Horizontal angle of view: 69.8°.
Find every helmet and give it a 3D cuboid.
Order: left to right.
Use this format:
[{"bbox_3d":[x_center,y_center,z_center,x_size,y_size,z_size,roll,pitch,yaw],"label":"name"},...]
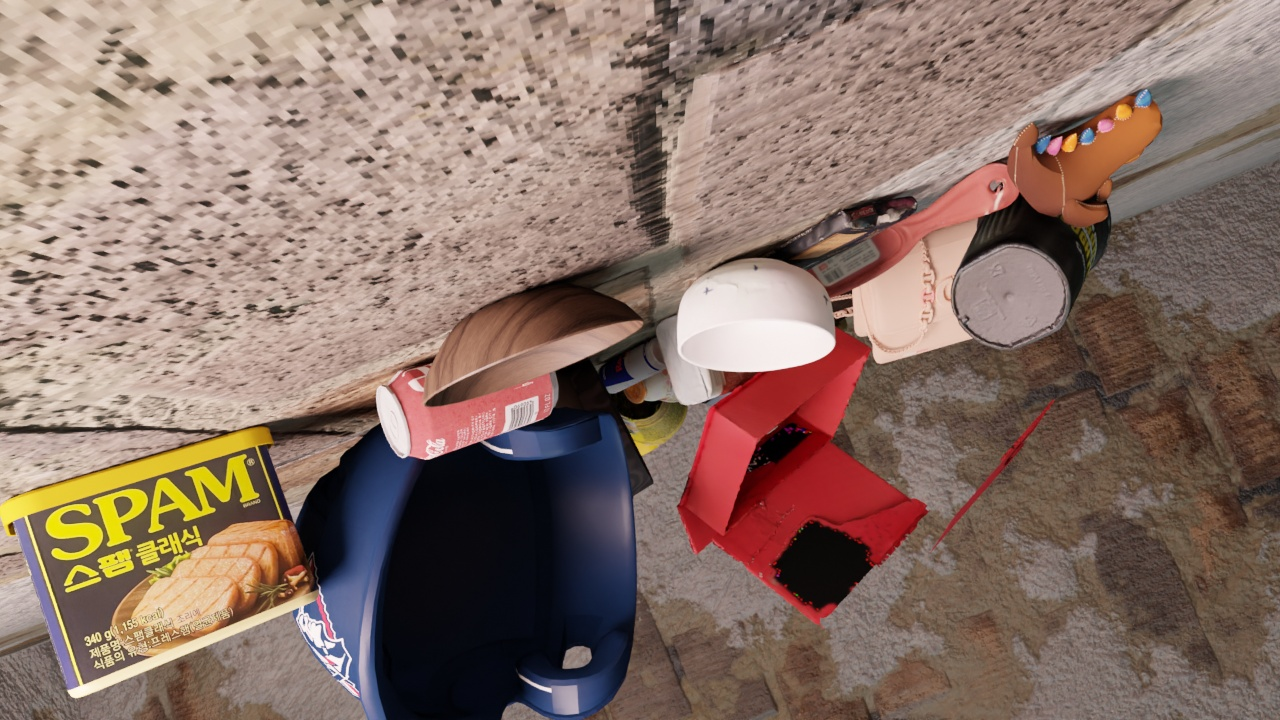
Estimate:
[{"bbox_3d":[-0.132,0.144,0.625,0.223,0.232,0.271,-4,-164,9],"label":"helmet"}]

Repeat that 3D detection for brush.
[{"bbox_3d":[0.191,-0.094,0.665,0.173,0.041,0.030,-27,-170,34],"label":"brush"}]

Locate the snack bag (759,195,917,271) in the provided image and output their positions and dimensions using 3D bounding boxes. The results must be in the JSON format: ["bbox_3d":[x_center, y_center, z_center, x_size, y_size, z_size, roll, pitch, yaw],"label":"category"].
[{"bbox_3d":[0.112,-0.072,0.634,0.074,0.018,0.156,-17,173,-37],"label":"snack bag"}]

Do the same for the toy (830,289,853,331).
[{"bbox_3d":[0.195,-0.048,0.982,0.100,0.062,0.076,-39,-163,-11],"label":"toy"}]

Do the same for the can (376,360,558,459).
[{"bbox_3d":[-0.101,0.022,0.542,0.096,0.054,0.054,-19,175,-31],"label":"can"}]

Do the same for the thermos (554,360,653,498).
[{"bbox_3d":[-0.117,0.108,0.837,0.226,0.172,0.173,-28,176,-1],"label":"thermos"}]

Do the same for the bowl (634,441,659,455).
[{"bbox_3d":[-0.020,0.067,1.221,0.117,0.068,0.117,-12,-140,10],"label":"bowl"}]

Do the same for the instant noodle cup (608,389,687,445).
[{"bbox_3d":[0.004,0.049,1.119,0.102,0.102,0.108,-22,166,5],"label":"instant noodle cup"}]

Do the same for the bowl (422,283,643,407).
[{"bbox_3d":[-0.059,-0.012,0.471,0.119,0.032,0.119,-21,175,-2],"label":"bowl"}]

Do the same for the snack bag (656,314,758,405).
[{"bbox_3d":[0.078,-0.008,0.866,0.041,0.077,0.224,-18,177,21],"label":"snack bag"}]

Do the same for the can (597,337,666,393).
[{"bbox_3d":[-0.005,0.005,0.909,0.032,0.032,0.095,-18,174,-39],"label":"can"}]

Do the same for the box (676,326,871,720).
[{"bbox_3d":[0.147,0.179,0.933,0.108,0.410,0.210,13,-149,39],"label":"box"}]

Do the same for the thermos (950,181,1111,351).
[{"bbox_3d":[0.278,-0.076,0.655,0.098,0.098,0.220,-25,-172,35],"label":"thermos"}]

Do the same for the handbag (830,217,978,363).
[{"bbox_3d":[0.247,-0.099,0.862,0.199,0.117,0.187,-17,-143,-1],"label":"handbag"}]

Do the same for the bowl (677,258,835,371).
[{"bbox_3d":[0.076,-0.032,0.608,0.105,0.054,0.105,0,163,0],"label":"bowl"}]

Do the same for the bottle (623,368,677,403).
[{"bbox_3d":[0.032,0.017,1.015,0.108,0.063,0.063,-20,175,-38],"label":"bottle"}]

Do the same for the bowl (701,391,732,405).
[{"bbox_3d":[0.117,0.010,1.045,0.114,0.045,0.114,-60,-174,10],"label":"bowl"}]

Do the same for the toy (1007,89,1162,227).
[{"bbox_3d":[0.269,-0.134,0.558,0.090,0.070,0.103,-37,147,20],"label":"toy"}]

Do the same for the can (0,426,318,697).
[{"bbox_3d":[-0.262,0.110,0.512,0.135,0.104,0.075,-18,174,-35],"label":"can"}]
